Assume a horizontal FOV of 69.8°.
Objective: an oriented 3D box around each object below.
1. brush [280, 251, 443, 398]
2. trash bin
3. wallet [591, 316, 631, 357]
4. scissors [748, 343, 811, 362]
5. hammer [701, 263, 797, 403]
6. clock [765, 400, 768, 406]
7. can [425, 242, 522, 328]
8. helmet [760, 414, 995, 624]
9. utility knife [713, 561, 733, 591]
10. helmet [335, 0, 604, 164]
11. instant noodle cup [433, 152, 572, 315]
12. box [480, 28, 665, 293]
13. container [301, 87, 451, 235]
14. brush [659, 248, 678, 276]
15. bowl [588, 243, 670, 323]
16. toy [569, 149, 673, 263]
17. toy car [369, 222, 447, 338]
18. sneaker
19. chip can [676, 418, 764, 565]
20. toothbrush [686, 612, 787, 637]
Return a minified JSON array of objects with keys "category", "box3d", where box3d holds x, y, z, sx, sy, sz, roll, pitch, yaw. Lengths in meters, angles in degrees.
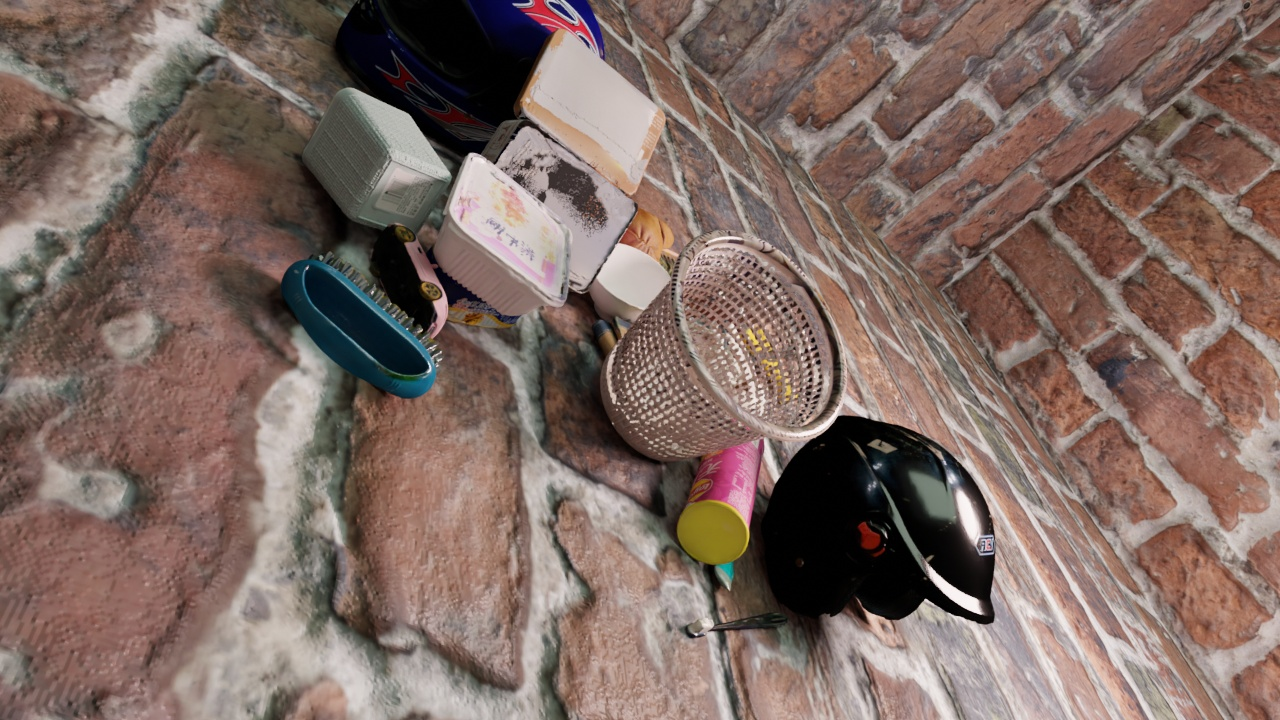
[{"category":"brush","box3d":[-0.223,-0.022,0.723,0.144,0.055,0.073,43,23,-11]},{"category":"trash bin","box3d":[0.068,0.007,0.958,0.227,0.193,0.227,19,56,-31]},{"category":"wallet","box3d":[-0.006,0.006,1.085,0.090,0.033,0.115,19,39,-49]},{"category":"scissors","box3d":[0.151,-0.001,1.226,0.156,0.168,0.014,75,25,-65]},{"category":"hammer","box3d":[0.148,-0.050,1.343,0.301,0.033,0.128,47,16,-48]},{"category":"clock","box3d":[0.115,0.046,1.199,0.121,0.055,0.082,6,47,-55]},{"category":"can","box3d":[-0.164,-0.076,0.919,0.148,0.049,0.074,8,45,-56]},{"category":"helmet","box3d":[0.274,0.187,1.029,0.275,0.230,0.233,15,-1,40]},{"category":"utility knife","box3d":[0.091,0.195,0.975,0.029,0.013,0.151,47,21,-9]},{"category":"helmet","box3d":[-0.189,-0.404,1.161,0.315,0.241,0.247,23,31,-42]},{"category":"instant noodle cup","box3d":[-0.136,-0.113,0.885,0.138,0.060,0.173,37,26,-22]},{"category":"box","box3d":[-0.081,-0.233,1.060,0.178,0.260,0.105,34,-5,-28]},{"category":"container","box3d":[-0.246,-0.182,0.869,0.089,0.090,0.111,14,29,-52]},{"category":"brush","box3d":[0.019,-0.139,1.321,0.145,0.063,0.073,20,39,-44]},{"category":"bowl","box3d":[-0.022,-0.083,1.140,0.118,0.065,0.118,20,40,-18]},{"category":"toy","box3d":[-0.049,-0.175,1.201,0.199,0.140,0.131,35,-12,-22]},{"category":"toy car","box3d":[-0.207,-0.070,0.828,0.037,0.056,0.122,8,44,-50]},{"category":"sneaker","box3d":[0.103,-0.005,1.124,0.089,0.091,0.242,-13,72,-17]},{"category":"chip can","box3d":[0.092,0.136,0.996,0.071,0.072,0.210,45,23,-6]},{"category":"toothbrush","box3d":[0.100,0.255,0.892,0.181,0.018,0.015,17,35,-52]}]
